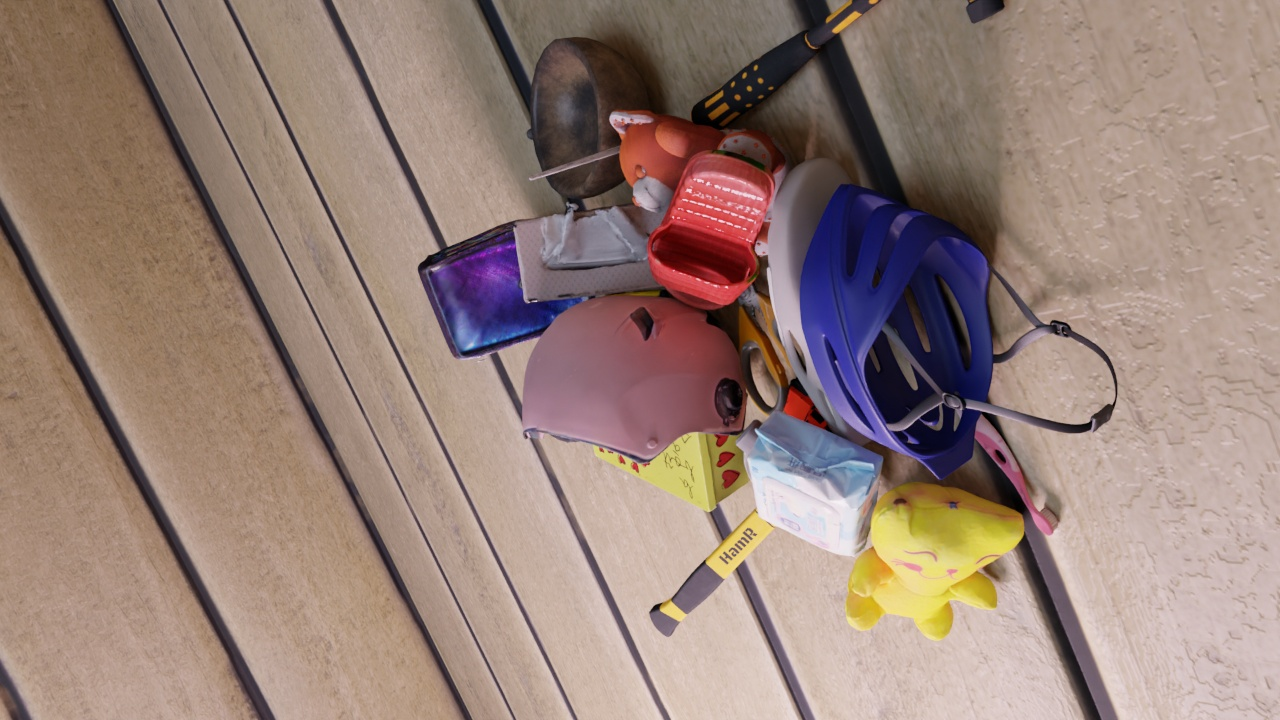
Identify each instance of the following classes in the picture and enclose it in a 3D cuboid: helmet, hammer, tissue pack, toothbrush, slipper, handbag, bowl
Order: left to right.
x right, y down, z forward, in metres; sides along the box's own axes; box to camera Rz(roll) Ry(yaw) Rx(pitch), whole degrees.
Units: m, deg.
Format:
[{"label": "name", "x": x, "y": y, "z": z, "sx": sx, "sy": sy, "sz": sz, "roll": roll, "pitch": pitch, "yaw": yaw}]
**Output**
[{"label": "handbag", "x": -0.144, "y": -0.100, "z": 1.105, "sx": 0.205, "sy": 0.222, "sz": 0.125, "roll": -143, "pitch": 33, "yaw": -74}, {"label": "bowl", "x": -0.050, "y": -0.253, "z": 0.960, "sx": 0.162, "sy": 0.070, "sz": 0.162, "roll": 28, "pitch": 124, "yaw": 53}, {"label": "tissue pack", "x": -0.042, "y": -0.120, "z": 0.969, "sx": 0.071, "sy": 0.181, "sz": 0.104, "roll": -65, "pitch": -31, "yaw": -75}, {"label": "toothbrush", "x": -0.028, "y": -0.199, "z": 0.891, "sx": 0.010, "sy": 0.181, "sz": 0.010, "roll": 48, "pitch": 150, "yaw": 34}, {"label": "helmet", "x": -0.006, "y": 0.006, "z": 0.977, "sx": 0.230, "sy": 0.254, "sz": 0.152, "roll": 6, "pitch": 103, "yaw": 50}, {"label": "slipper", "x": 0.058, "y": -0.097, "z": 0.827, "sx": 0.103, "sy": 0.059, "sz": 0.249, "roll": 16, "pitch": 158, "yaw": 2}, {"label": "hammer", "x": 0.108, "y": 0.222, "z": 1.046, "sx": 0.170, "sy": 0.034, "sz": 0.325, "roll": 40, "pitch": 123, "yaw": 6}, {"label": "hammer", "x": 0.138, "y": -0.262, "z": 0.743, "sx": 0.321, "sy": 0.036, "sz": 0.123, "roll": -20, "pitch": 102, "yaw": 58}, {"label": "slipper", "x": 0.155, "y": -0.046, "z": 0.822, "sx": 0.081, "sy": 0.112, "sz": 0.266, "roll": 10, "pitch": 129, "yaw": 50}, {"label": "tissue pack", "x": 0.163, "y": 0.119, "z": 0.862, "sx": 0.112, "sy": 0.069, "sz": 0.182, "roll": 25, "pitch": 160, "yaw": 23}, {"label": "helmet", "x": 0.230, "y": -0.021, "z": 0.684, "sx": 0.228, "sy": 0.147, "sz": 0.241, "roll": 8, "pitch": 121, "yaw": 58}, {"label": "toothbrush", "x": 0.312, "y": 0.089, "z": 0.784, "sx": 0.135, "sy": 0.016, "sz": 0.022, "roll": 58, "pitch": 148, "yaw": 11}]

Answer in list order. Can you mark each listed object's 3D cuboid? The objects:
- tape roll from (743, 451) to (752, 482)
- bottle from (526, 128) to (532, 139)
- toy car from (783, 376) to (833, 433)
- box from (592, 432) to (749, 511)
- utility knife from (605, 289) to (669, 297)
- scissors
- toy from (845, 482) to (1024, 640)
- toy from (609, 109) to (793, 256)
[{"label": "tape roll", "x": 0.155, "y": 0.126, "z": 1.041, "sx": 0.093, "sy": 0.013, "sz": 0.093, "roll": 35, "pitch": 139, "yaw": 37}, {"label": "bottle", "x": -0.102, "y": -0.275, "z": 1.082, "sx": 0.113, "sy": 0.030, "sz": 0.030, "roll": 5, "pitch": 118, "yaw": 54}, {"label": "toy car", "x": 0.179, "y": 0.062, "z": 0.920, "sx": 0.100, "sy": 0.048, "sz": 0.051, "roll": 44, "pitch": 144, "yaw": 27}, {"label": "box", "x": 0.027, "y": 0.086, "z": 1.131, "sx": 0.221, "sy": 0.081, "sz": 0.124, "roll": 24, "pitch": 133, "yaw": 47}, {"label": "utility knife", "x": -0.027, "y": -0.069, "z": 1.154, "sx": 0.219, "sy": 0.019, "sz": 0.030, "roll": 1, "pitch": 106, "yaw": 58}, {"label": "scissors", "x": 0.122, "y": -0.060, "z": 0.917, "sx": 0.134, "sy": 0.016, "sz": 0.228, "roll": -27, "pitch": 78, "yaw": 43}, {"label": "toy", "x": 0.267, "y": 0.181, "z": 0.854, "sx": 0.134, "sy": 0.087, "sz": 0.194, "roll": 7, "pitch": 137, "yaw": 2}, {"label": "toy", "x": 0.053, "y": -0.170, "z": 0.840, "sx": 0.172, "sy": 0.092, "sz": 0.164, "roll": 22, "pitch": 165, "yaw": 25}]
